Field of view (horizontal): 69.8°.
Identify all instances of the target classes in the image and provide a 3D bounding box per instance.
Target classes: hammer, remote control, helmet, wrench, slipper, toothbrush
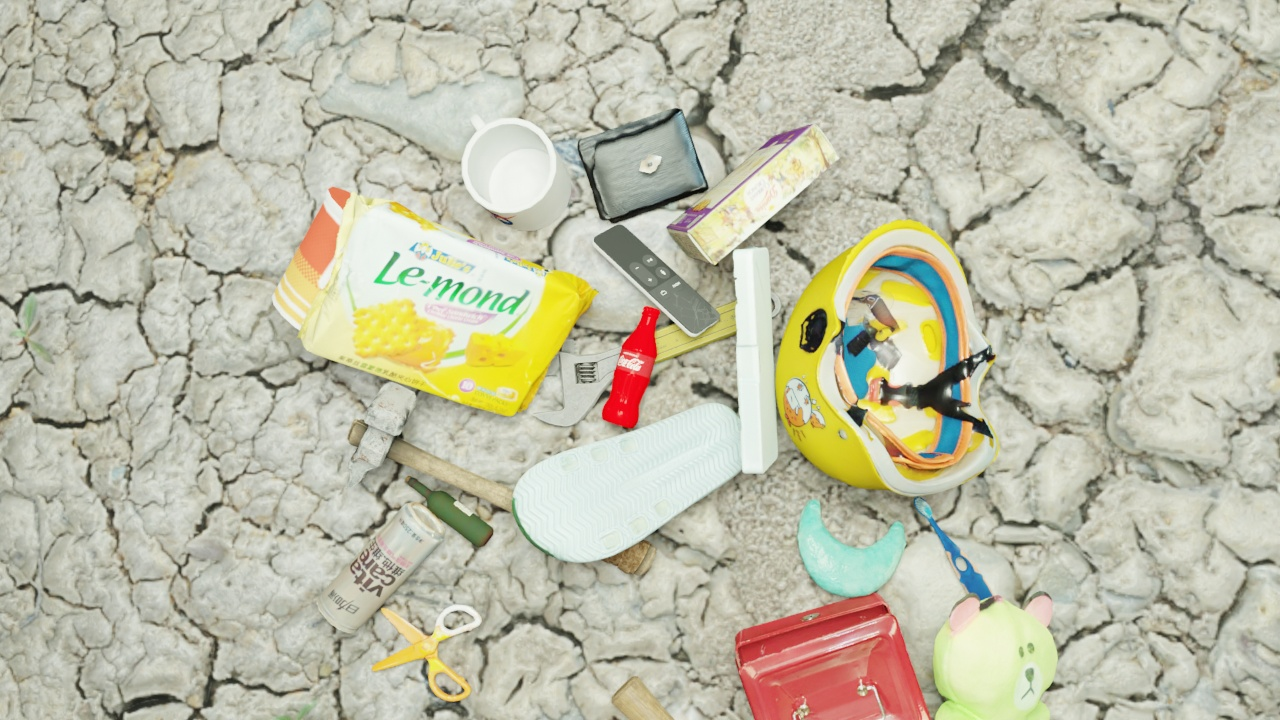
[{"bbox_3d":[-0.134,0.134,0.893,0.318,0.048,0.122,25,123,-7],"label":"hammer"},{"bbox_3d":[0.015,-0.081,0.911,0.146,0.008,0.045,44,52,15],"label":"remote control"},{"bbox_3d":[0.207,0.005,0.839,0.208,0.140,0.239,5,78,-32],"label":"helmet"},{"bbox_3d":[0.092,0.427,0.890,0.132,0.040,0.305,-45,84,5],"label":"hammer"},{"bbox_3d":[0.014,-0.008,0.925,0.273,0.018,0.083,-20,85,4],"label":"wrench"},{"bbox_3d":[-0.004,0.116,0.876,0.245,0.074,0.104,-22,81,-23],"label":"slipper"},{"bbox_3d":[0.306,0.190,0.889,0.021,0.017,0.135,-33,84,5],"label":"toothbrush"}]

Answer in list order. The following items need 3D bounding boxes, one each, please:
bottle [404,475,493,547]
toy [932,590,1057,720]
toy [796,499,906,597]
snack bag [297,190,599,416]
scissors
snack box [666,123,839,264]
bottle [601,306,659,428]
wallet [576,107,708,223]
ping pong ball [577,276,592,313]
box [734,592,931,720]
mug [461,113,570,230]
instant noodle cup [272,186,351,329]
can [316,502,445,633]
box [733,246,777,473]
[{"bbox_3d":[-0.197,0.151,0.934,0.106,0.025,0.025,36,91,6],"label":"bottle"},{"bbox_3d":[0.318,0.305,0.838,0.150,0.107,0.196,3,81,-30],"label":"toy"},{"bbox_3d":[0.202,0.187,0.894,0.105,0.033,0.085,14,75,4],"label":"toy"},{"bbox_3d":[-0.179,-0.048,0.860,0.247,0.068,0.160,21,113,-26],"label":"snack bag"},{"bbox_3d":[-0.213,0.288,0.935,0.125,0.011,0.128,39,90,5],"label":"scissors"},{"bbox_3d":[0.099,-0.155,0.860,0.148,0.143,0.040,-40,101,2],"label":"snack box"},{"bbox_3d":[-0.005,0.005,0.898,0.036,0.036,0.119,17,89,6],"label":"bottle"},{"bbox_3d":[0.002,-0.196,0.932,0.115,0.026,0.089,-18,86,4],"label":"wallet"},{"bbox_3d":[-0.068,-0.065,0.925,0.040,0.040,0.040,0,87,5],"label":"ping pong ball"},{"bbox_3d":[0.177,0.304,0.865,0.157,0.092,0.129,-17,88,1],"label":"box"},{"bbox_3d":[-0.130,-0.194,0.912,0.091,0.090,0.121,-36,85,2],"label":"mug"},{"bbox_3d":[-0.290,-0.085,0.913,0.123,0.123,0.121,40,99,6],"label":"instant noodle cup"},{"bbox_3d":[-0.259,0.207,0.923,0.054,0.054,0.135,44,91,6],"label":"can"},{"bbox_3d":[0.107,-0.006,0.843,0.041,0.134,0.197,0,98,15],"label":"box"}]
